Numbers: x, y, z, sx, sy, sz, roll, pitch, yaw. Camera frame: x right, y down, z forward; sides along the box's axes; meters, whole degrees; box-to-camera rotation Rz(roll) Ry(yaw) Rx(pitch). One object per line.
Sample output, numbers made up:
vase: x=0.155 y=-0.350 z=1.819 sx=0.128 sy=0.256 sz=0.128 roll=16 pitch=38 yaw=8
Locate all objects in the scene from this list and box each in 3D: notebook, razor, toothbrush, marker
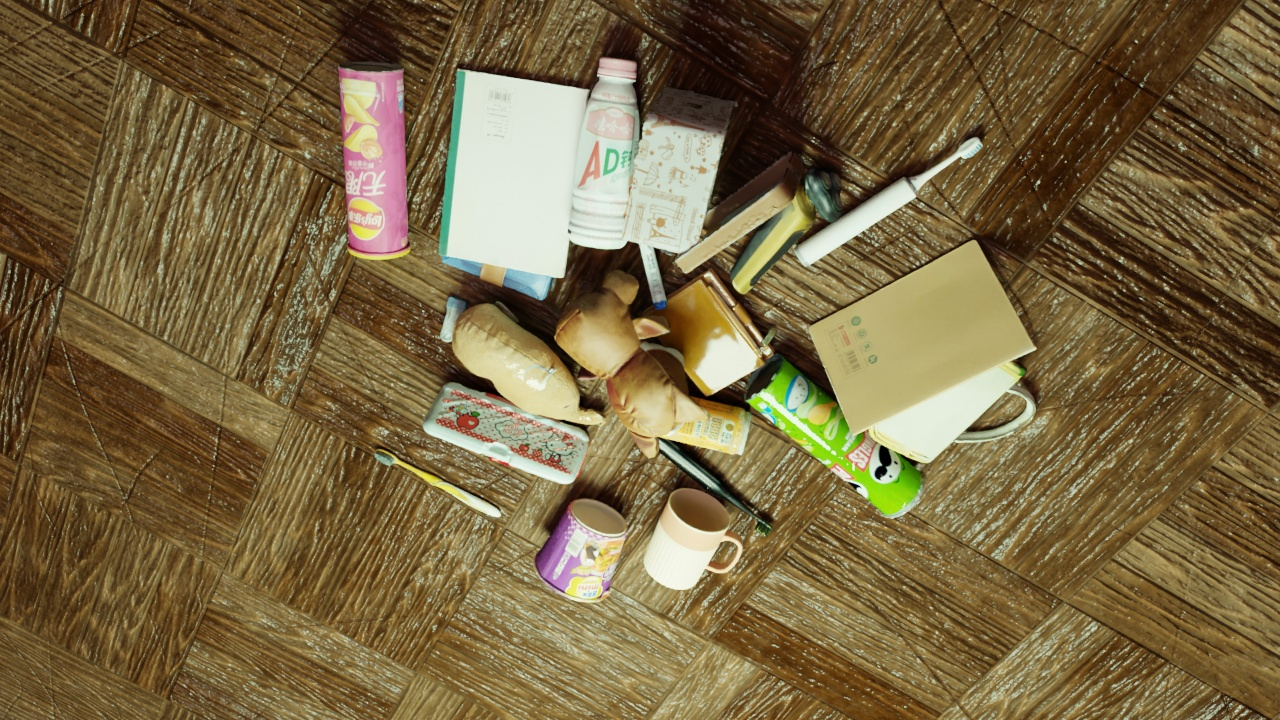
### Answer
notebook: x=0.299 y=-0.025 z=1.001 sx=0.208 sy=0.147 sz=0.008 roll=-29 pitch=147 yaw=21
razor: x=0.157 y=-0.138 z=1.008 sx=0.067 sy=0.062 sz=0.168 roll=51 pitch=122 yaw=18
toothbrush: x=0.265 y=-0.171 z=0.988 sx=0.221 sy=0.026 sz=0.026 roll=-33 pitch=145 yaw=22
toothbrush: x=0.090 y=0.157 z=1.175 sx=0.212 sy=0.027 sz=0.026 roll=40 pitch=156 yaw=-10
notebook: x=-0.144 y=-0.207 z=1.026 sx=0.150 sy=0.012 sz=0.209 roll=11 pitch=105 yaw=5
toothbrush: x=-0.276 y=0.169 z=1.249 sx=0.191 sy=0.018 sz=0.016 roll=29 pitch=118 yaw=-5
marker: x=0.007 y=-0.129 z=1.044 sx=0.017 sy=0.016 sz=0.146 roll=-11 pitch=103 yaw=14

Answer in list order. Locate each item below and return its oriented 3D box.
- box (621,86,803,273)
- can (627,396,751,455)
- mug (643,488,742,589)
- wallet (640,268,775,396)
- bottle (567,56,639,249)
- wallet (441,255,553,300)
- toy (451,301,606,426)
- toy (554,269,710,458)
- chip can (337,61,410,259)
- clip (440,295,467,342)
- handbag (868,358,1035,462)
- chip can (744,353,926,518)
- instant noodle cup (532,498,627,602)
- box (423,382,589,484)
box: x=0.082 y=-0.175 z=0.931 sx=0.168 sy=0.181 sz=0.151 roll=12 pitch=117 yaw=4
can: x=0.058 y=0.072 z=1.123 sx=0.146 sy=0.058 sz=0.058 roll=13 pitch=117 yaw=4
mug: x=0.072 y=0.237 z=1.187 sx=0.114 sy=0.081 sz=0.106 roll=21 pitch=119 yaw=-2
wallet: x=0.084 y=-0.033 z=1.080 sx=0.119 sy=0.035 sz=0.130 roll=-32 pitch=106 yaw=24
bottle: x=-0.036 y=-0.222 z=0.988 sx=0.068 sy=0.068 sz=0.197 roll=9 pitch=107 yaw=5
wallet: x=-0.158 y=-0.140 z=1.071 sx=0.133 sy=0.040 sz=0.106 roll=22 pitch=113 yaw=0
toy: x=-0.130 y=0.019 z=1.104 sx=0.226 sy=0.143 sz=0.082 roll=40 pitch=78 yaw=-13
toy: x=-0.006 y=0.006 z=1.053 sx=0.199 sy=0.130 sz=0.140 roll=56 pitch=142 yaw=10
chip can: x=-0.299 y=-0.224 z=1.034 sx=0.071 sy=0.071 sz=0.211 roll=8 pitch=116 yaw=6
clip: x=-0.233 y=-0.051 z=1.135 sx=0.024 sy=0.028 sz=0.057 roll=21 pitch=107 yaw=-2
handbag: x=0.365 y=0.046 z=1.065 sx=0.178 sy=0.063 sz=0.164 roll=28 pitch=118 yaw=-21
chip can: x=0.231 y=0.091 z=1.095 sx=0.236 sy=0.072 sz=0.072 roll=39 pitch=115 yaw=-9
instant noodle cup: x=-0.072 y=0.243 z=1.207 sx=0.111 sy=0.111 sz=0.099 roll=24 pitch=107 yaw=-2
box: x=-0.170 y=0.102 z=1.154 sx=0.201 sy=0.099 sz=0.095 roll=20 pitch=116 yaw=1
